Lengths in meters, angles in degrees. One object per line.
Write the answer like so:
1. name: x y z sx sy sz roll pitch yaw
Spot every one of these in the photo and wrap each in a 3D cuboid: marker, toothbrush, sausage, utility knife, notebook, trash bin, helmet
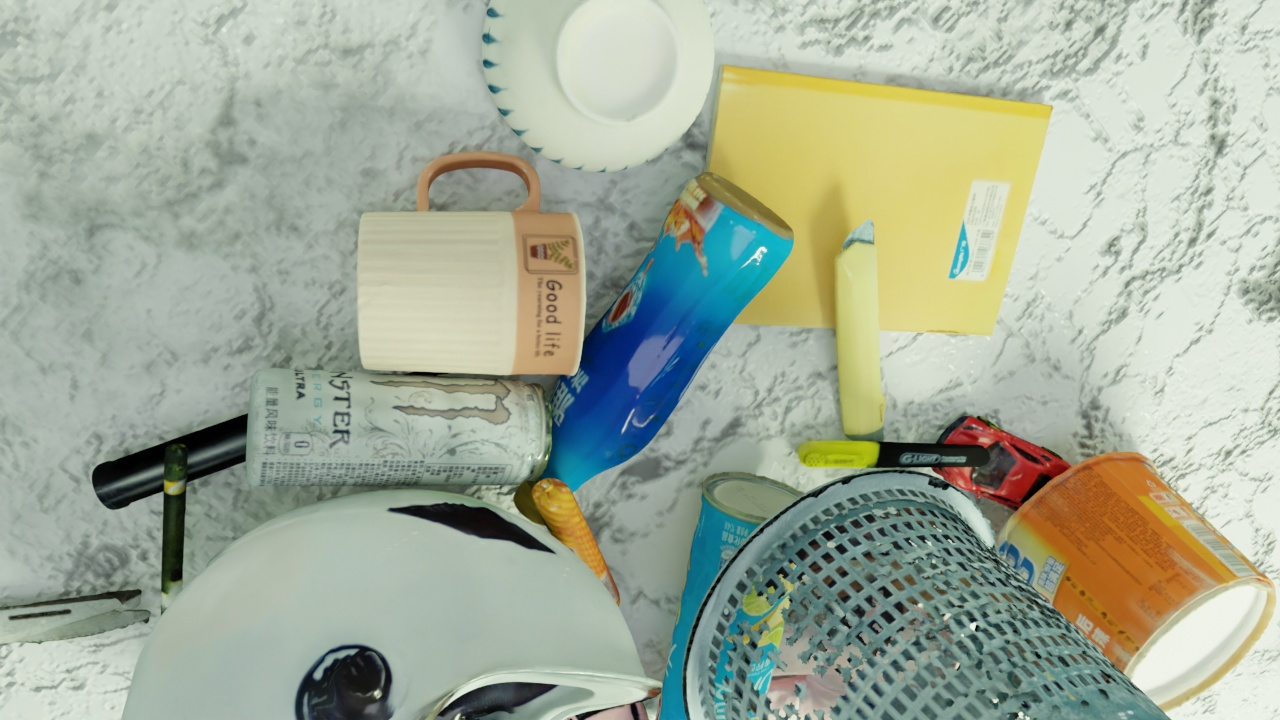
1. marker: 0.163 0.061 0.588 0.124 0.015 0.018 1 116 -2
2. toothbrush: -0.256 0.122 0.509 0.017 0.012 0.186 4 121 -23
3. sausage: -0.035 0.112 0.537 0.021 0.021 0.165 -21 140 -5
4. utility knife: 0.134 -0.009 0.553 0.031 0.018 0.163 -15 129 -5
5. toothbrush: -0.186 0.031 0.497 0.212 0.026 0.027 -21 122 -5
6. notebook: 0.133 -0.086 0.535 0.206 0.010 0.146 2 111 -14
7. trash bin: 0.162 0.197 0.482 0.226 0.195 0.227 -7 109 -20
8. helmet: -0.132 0.147 0.478 0.259 0.145 0.229 -21 153 2

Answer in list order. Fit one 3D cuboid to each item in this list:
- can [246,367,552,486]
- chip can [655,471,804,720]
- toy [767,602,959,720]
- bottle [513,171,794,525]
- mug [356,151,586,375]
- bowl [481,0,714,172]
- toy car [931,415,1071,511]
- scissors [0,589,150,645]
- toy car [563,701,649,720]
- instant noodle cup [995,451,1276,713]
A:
1. can: -0.123 0.036 0.474 0.146 0.058 0.058 3 111 -25
2. chip can: 0.053 0.180 0.582 0.071 0.071 0.210 6 106 -16
3. toy: 0.144 0.220 0.640 0.159 0.054 0.121 4 110 -4
4. bottle: -0.003 0.003 0.504 0.065 0.065 0.219 28 109 -22
5. mug: -0.086 -0.049 0.465 0.106 0.082 0.114 0 85 -12
6. bowl: -0.016 -0.146 0.443 0.116 0.066 0.116 -5 112 -12
7. toy car: 0.243 0.073 0.616 0.106 0.031 0.049 24 103 -19
8. scissors: -0.390 0.136 0.497 0.206 0.015 0.193 -39 115 4
9. toy car: -0.029 0.222 0.609 0.056 0.037 0.122 -21 114 -6
10. instant noodle cup: 0.323 0.151 0.606 0.151 0.111 0.152 -12 125 -18
